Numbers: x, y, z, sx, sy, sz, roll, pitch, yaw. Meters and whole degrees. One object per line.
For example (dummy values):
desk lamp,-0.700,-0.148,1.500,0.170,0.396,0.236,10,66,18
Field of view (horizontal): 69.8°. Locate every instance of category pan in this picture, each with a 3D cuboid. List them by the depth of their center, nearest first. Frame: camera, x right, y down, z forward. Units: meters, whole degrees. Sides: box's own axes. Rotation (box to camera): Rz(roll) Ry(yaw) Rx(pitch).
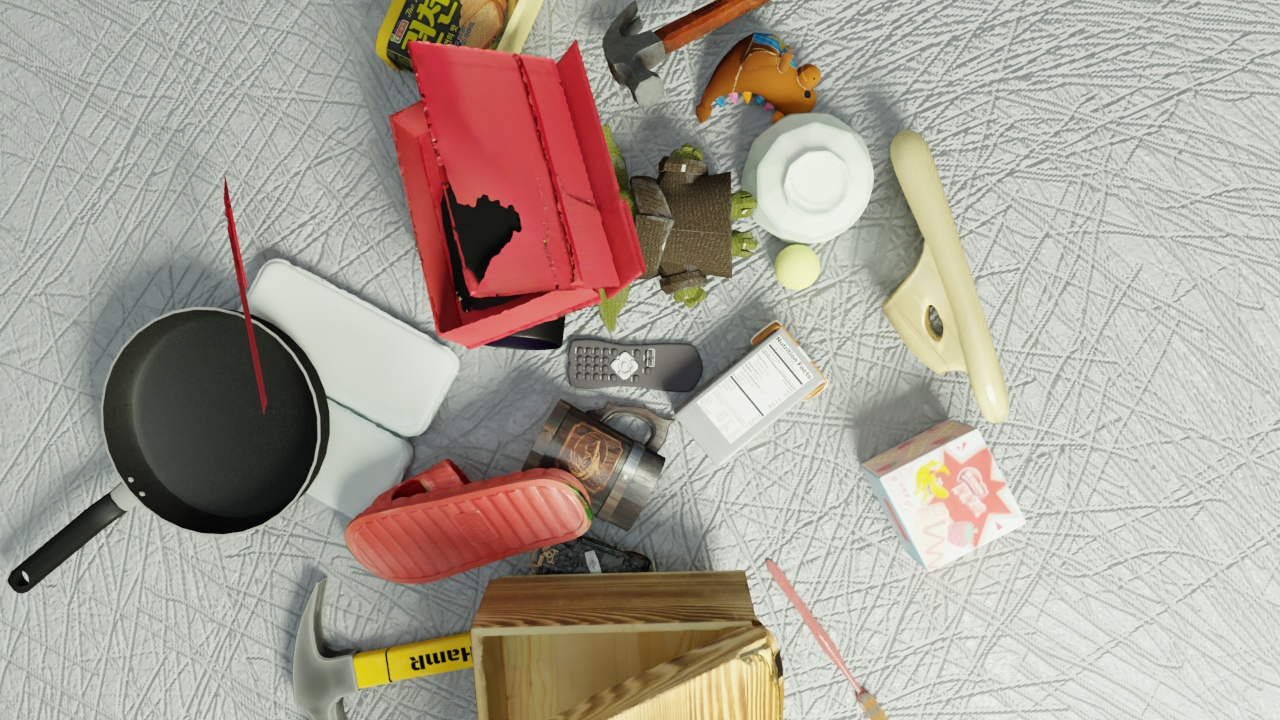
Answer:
pan,-0.436,0.099,0.832,0.356,0.044,0.204,-38,91,9

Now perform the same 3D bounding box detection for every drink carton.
drink carton,0.097,0.031,0.820,0.125,0.048,0.076,-40,90,3

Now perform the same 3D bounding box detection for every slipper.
slipper,0.248,-0.067,0.794,0.079,0.111,0.261,-18,87,24
slipper,-0.154,0.133,0.810,0.249,0.059,0.103,-18,124,22

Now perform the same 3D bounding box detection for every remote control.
remote control,-0.005,0.005,0.843,0.124,0.009,0.046,2,92,2

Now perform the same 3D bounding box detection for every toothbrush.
toothbrush,0.170,0.260,0.844,0.015,0.016,0.184,-35,89,-4

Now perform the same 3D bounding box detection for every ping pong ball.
ping pong ball,0.140,-0.083,0.819,0.040,0.040,0.040,0,92,2

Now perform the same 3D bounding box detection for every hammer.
hammer,0.105,-0.322,0.798,0.300,0.028,0.111,-29,51,-5
hammer,-0.164,0.264,0.850,0.324,0.034,0.170,-11,90,1

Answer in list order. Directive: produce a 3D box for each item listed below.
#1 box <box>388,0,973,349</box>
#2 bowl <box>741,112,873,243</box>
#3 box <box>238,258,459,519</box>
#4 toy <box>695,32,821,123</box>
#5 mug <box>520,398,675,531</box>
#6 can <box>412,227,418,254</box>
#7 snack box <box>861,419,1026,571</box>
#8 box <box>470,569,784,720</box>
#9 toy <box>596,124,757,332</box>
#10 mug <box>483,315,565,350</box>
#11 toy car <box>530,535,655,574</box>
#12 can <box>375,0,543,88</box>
box,-0.006,-0.185,0.649,0.469,0.138,0.214,-24,73,33
bowl,0.148,-0.155,0.793,0.117,0.061,0.117,0,105,2
box,-0.292,0.029,0.843,0.209,0.037,0.190,30,91,3
toy,0.105,-0.237,0.819,0.090,0.070,0.103,38,116,-12
mug,-0.034,0.079,0.820,0.107,0.080,0.115,28,66,0
can,-0.189,-0.138,0.830,0.038,0.038,0.079,-7,92,2
snack box,0.262,0.115,0.802,0.095,0.079,0.093,-27,91,2
box,0.005,0.344,0.713,0.269,0.264,0.279,-3,101,0
toy,0.023,-0.117,0.802,0.153,0.078,0.179,-1,95,6
mug,-0.121,-0.064,0.817,0.119,0.084,0.100,-1,82,31
toy car,-0.043,0.183,0.832,0.112,0.047,0.047,19,94,-3
can,-0.155,-0.303,0.807,0.101,0.072,0.131,25,93,-2
